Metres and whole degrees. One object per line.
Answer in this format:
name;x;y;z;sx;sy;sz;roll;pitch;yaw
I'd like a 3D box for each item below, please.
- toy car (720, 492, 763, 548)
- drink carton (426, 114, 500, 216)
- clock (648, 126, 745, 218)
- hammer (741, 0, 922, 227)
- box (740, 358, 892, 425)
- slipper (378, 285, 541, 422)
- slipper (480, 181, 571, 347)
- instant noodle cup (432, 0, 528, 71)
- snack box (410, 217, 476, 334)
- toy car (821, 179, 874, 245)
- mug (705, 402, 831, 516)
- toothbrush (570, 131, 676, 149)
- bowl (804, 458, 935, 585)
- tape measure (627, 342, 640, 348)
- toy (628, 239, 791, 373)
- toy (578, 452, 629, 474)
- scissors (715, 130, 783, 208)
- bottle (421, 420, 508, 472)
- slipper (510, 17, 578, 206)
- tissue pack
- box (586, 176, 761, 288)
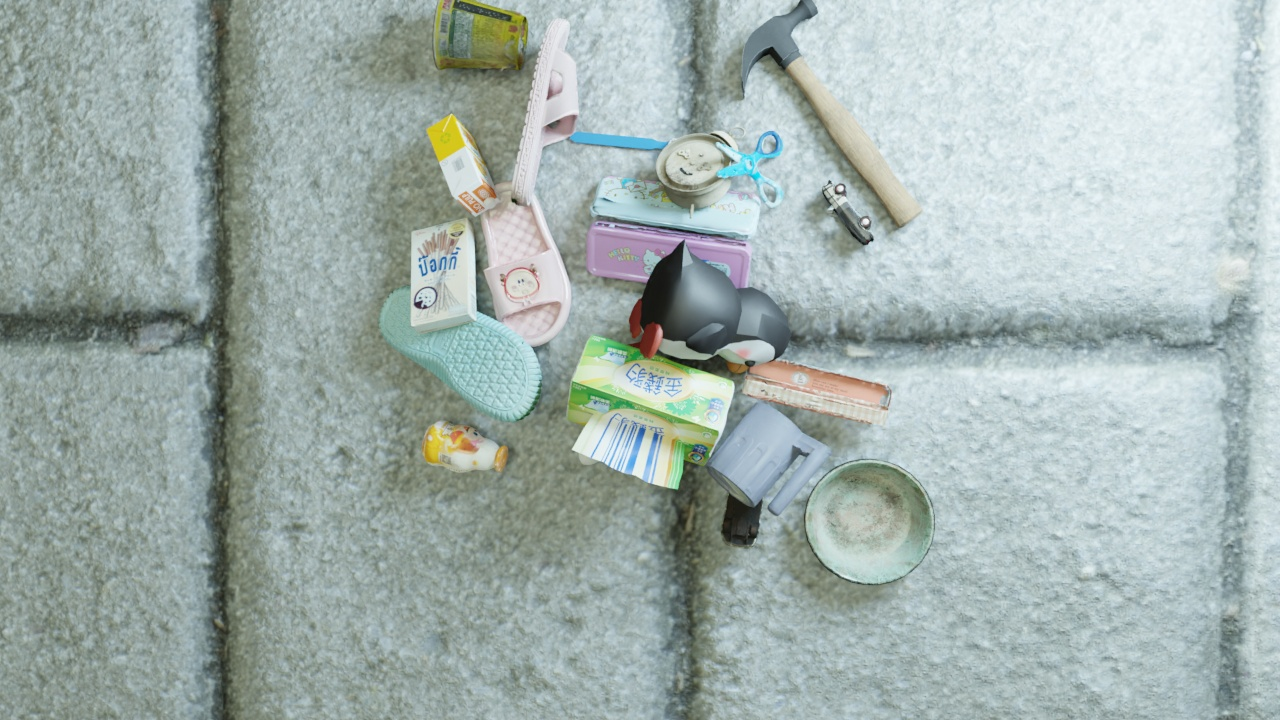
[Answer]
toy car;0.134;0.184;1.178;0.048;0.040;0.112;10;76;8
drink carton;-0.228;-0.249;1.185;0.040;0.058;0.122;-29;65;9
clock;0.082;-0.244;1.151;0.093;0.055;0.140;37;74;29
hammer;0.242;-0.293;1.144;0.132;0.040;0.305;-36;87;5
box;0.221;0.037;1.149;0.187;0.055;0.076;12;62;7
slipper;-0.232;-0.014;1.213;0.276;0.069;0.116;29;98;23
slipper;-0.155;-0.127;1.201;0.107;0.055;0.221;-13;89;7
instant noodle cup;-0.205;-0.419;1.184;0.108;0.102;0.102;10;93;0
snack box;-0.258;-0.112;1.201;0.082;0.026;0.149;-11;63;10
toy car;0.256;-0.181;1.140;0.037;0.040;0.092;-37;83;11
mug;0.155;0.124;1.120;0.104;0.084;0.124;-48;44;-12
toothbrush;-0.011;-0.285;1.193;0.167;0.014;0.016;7;93;9
bowl;0.285;0.199;1.152;0.157;0.038;0.157;0;92;9
tape measure;-0.007;0.007;1.200;0.051;0.019;0.059;-11;90;9
toy;0.100;-0.059;1.115;0.184;0.159;0.140;15;110;-19
toy;-0.015;0.110;1.196;0.125;0.037;0.076;10;85;5
scissors;0.137;-0.251;1.130;0.013;0.140;0.113;2;76;49
bottle;-0.232;0.119;1.218;0.109;0.063;0.063;13;94;9
slipper;-0.111;-0.309;1.165;0.064;0.094;0.239;13;87;-3
tissue pack;0.001;0.076;1.124;0.198;0.120;0.141;15;57;8
box;0.039;-0.163;1.170;0.214;0.062;0.140;9;90;9
